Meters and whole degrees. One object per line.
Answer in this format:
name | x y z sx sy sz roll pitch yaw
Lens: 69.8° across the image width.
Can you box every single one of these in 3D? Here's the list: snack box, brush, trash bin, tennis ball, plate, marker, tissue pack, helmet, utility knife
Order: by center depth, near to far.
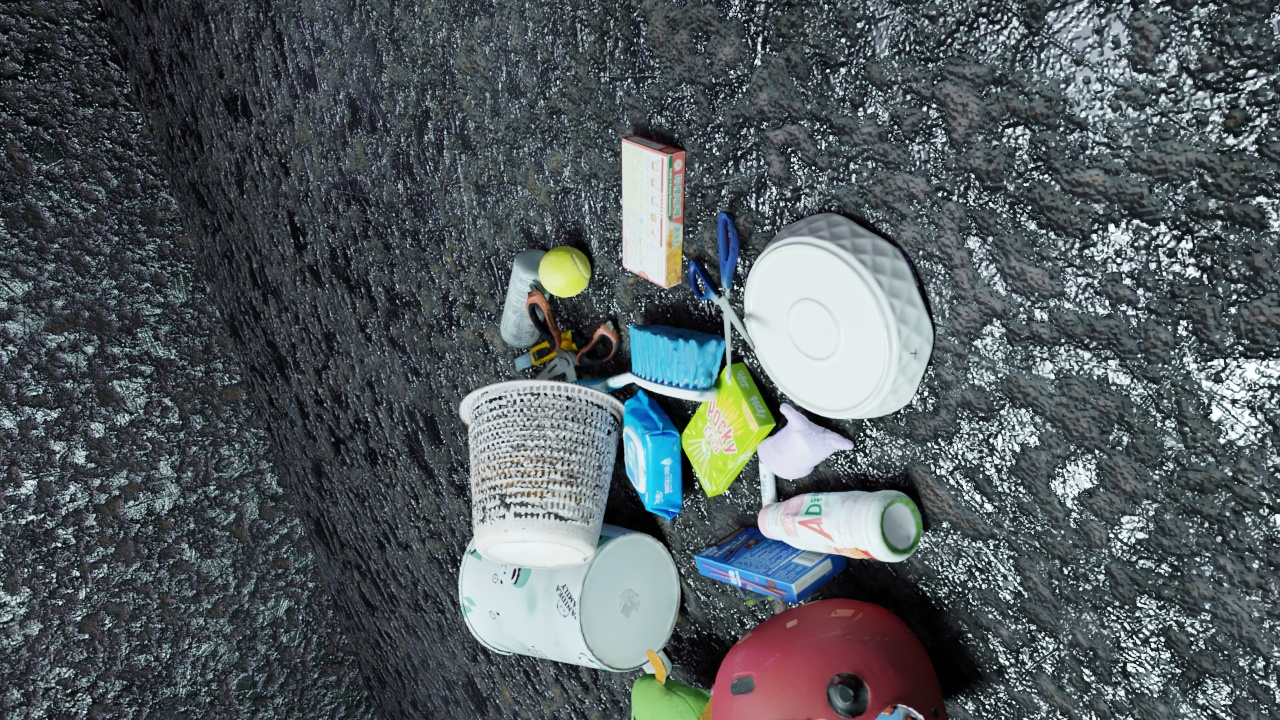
plate | 0.175 -0.035 0.870 0.205 0.045 0.205 32 134 40
helmet | 0.181 0.317 0.938 0.207 0.240 0.143 121 151 -62
snack box | 0.013 -0.165 1.021 0.077 0.027 0.156 31 133 40
snack box | 0.144 0.227 1.035 0.157 0.084 0.026 2 112 53
marker | 0.144 0.136 1.040 0.023 0.018 0.131 28 131 55
snack box | 0.096 0.081 1.045 0.085 0.026 0.157 64 149 27
brush | -0.007 0.007 1.117 0.315 0.060 0.109 14 109 55
tissue pack | 0.013 0.123 1.152 0.095 0.052 0.157 -129 31 -57
tennis ball | -0.096 -0.113 1.163 0.065 0.065 0.066 31 133 40
trash bin | -0.127 0.155 1.170 0.228 0.227 0.191 136 142 -54
trash bin | -0.094 0.323 1.305 0.252 0.228 0.229 -5 106 48
utility knife | -0.137 -0.010 1.325 0.220 0.015 0.033 -20 91 56

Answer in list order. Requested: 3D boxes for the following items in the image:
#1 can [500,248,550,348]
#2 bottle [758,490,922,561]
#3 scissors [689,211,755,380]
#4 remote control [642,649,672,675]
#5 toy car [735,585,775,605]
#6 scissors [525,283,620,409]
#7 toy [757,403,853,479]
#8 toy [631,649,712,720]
can | -0.156 -0.084 1.268 0.058 0.058 0.147 48 142 23
bottle | 0.197 0.168 0.950 0.197 0.068 0.068 -13 99 59
scissors | 0.085 -0.070 0.947 0.162 0.012 0.176 -141 50 -64
remote control | -0.006 0.421 1.408 0.150 0.021 0.058 51 143 21
toy car | 0.145 0.266 1.101 0.042 0.035 0.091 62 146 8
scissors | -0.095 -0.012 1.242 0.189 0.015 0.226 9 134 34
toy | 0.161 0.091 0.963 0.084 0.038 0.108 33 146 -1
toy | 0.057 0.466 1.173 0.247 0.089 0.227 3 115 62
